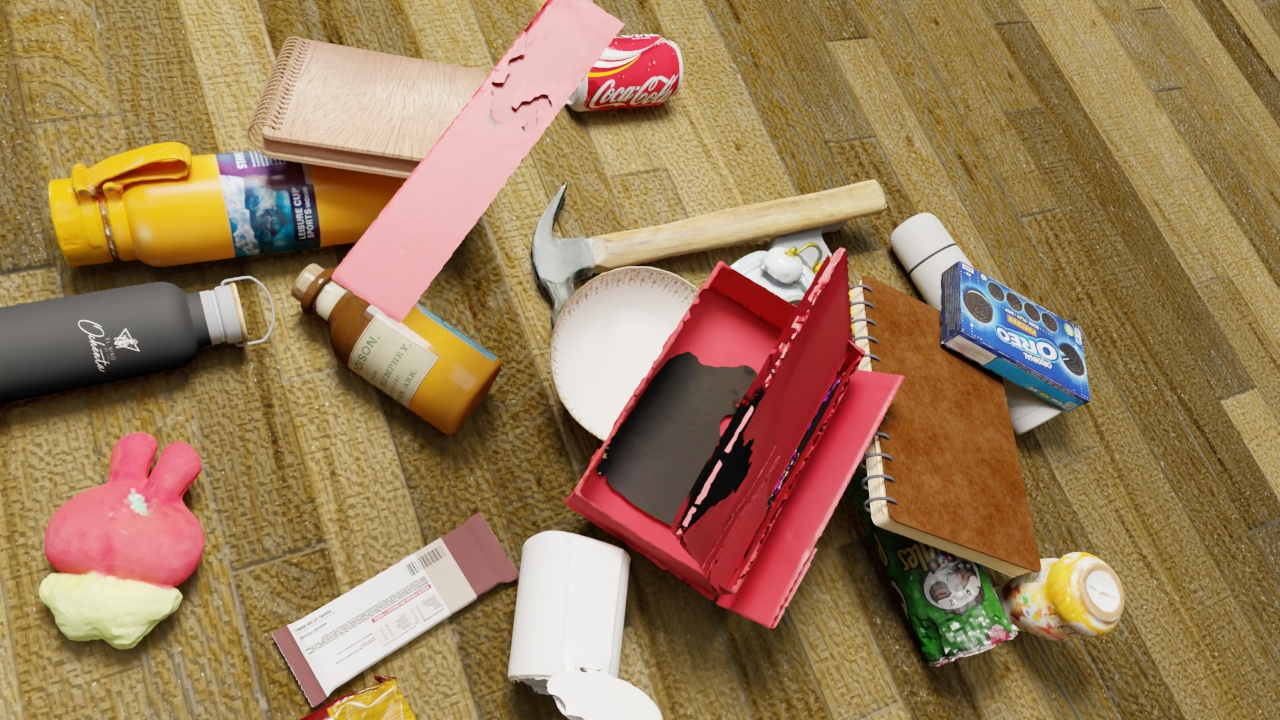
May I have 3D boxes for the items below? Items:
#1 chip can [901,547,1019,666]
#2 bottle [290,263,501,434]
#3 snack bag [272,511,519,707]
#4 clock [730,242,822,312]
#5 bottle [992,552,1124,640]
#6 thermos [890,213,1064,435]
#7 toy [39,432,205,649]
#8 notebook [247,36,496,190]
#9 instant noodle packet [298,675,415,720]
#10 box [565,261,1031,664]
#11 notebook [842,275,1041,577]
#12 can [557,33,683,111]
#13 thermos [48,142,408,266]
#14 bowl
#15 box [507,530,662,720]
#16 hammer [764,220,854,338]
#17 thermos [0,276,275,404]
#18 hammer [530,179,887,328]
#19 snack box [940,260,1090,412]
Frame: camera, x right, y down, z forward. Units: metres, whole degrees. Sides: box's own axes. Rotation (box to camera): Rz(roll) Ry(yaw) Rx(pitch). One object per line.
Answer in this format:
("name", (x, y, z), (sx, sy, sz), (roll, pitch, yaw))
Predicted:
("chip can", (0.216, 0.126, 0.740), (0.075, 0.076, 0.223), (-16, 72, -24))
("bottle", (-0.184, -0.016, 0.672), (0.157, 0.068, 0.067), (35, 60, -1))
("snack bag", (-0.163, 0.166, 0.626), (0.157, 0.013, 0.057), (-29, 76, -28))
("clock", (0.104, -0.055, 0.763), (0.118, 0.083, 0.057), (-46, 63, 12))
("bottle", (0.321, 0.189, 0.724), (0.063, 0.109, 0.063), (9, 67, -22))
("thermos", (0.312, -0.038, 0.860), (0.052, 0.052, 0.224), (-23, 75, -27))
("toy", (-0.323, 0.111, 0.578), (0.091, 0.045, 0.135), (9, 68, -12))
("notebook", (-0.204, -0.198, 0.720), (0.169, 0.022, 0.210), (6, 34, -16))
("instant noodle packet", (-0.171, 0.274, 0.559), (0.098, 0.040, 0.135), (-22, 73, -25))
("box", (0.210, 0.116, 0.583), (0.511, 0.141, 0.215), (27, 70, 18))
("notebook", (0.236, 0.047, 0.736), (0.167, 0.024, 0.225), (22, 51, -23))
("can", (-0.019, -0.266, 0.846), (0.104, 0.064, 0.064), (-11, 70, -23))
("thermos", (-0.295, -0.122, 0.671), (0.232, 0.091, 0.076), (-11, 29, -23))
("bowl", (-0.004, 0.004, 0.720), (0.145, 0.063, 0.145), (4, 75, -15))
("box", (-0.035, 0.175, 0.593), (0.083, 0.144, 0.137), (19, 63, -27))
("hammer", (0.225, 0.004, 0.827), (0.126, 0.029, 0.323), (-30, 80, -28))
("thermos", (-0.366, -0.014, 0.612), (0.231, 0.061, 0.061), (-14, 71, -24))
("hammer", (0.065, -0.116, 0.803), (0.330, 0.033, 0.132), (-14, 68, -16))
("snack box", (0.328, -0.020, 0.803), (0.150, 0.027, 0.082), (24, 52, -17))
